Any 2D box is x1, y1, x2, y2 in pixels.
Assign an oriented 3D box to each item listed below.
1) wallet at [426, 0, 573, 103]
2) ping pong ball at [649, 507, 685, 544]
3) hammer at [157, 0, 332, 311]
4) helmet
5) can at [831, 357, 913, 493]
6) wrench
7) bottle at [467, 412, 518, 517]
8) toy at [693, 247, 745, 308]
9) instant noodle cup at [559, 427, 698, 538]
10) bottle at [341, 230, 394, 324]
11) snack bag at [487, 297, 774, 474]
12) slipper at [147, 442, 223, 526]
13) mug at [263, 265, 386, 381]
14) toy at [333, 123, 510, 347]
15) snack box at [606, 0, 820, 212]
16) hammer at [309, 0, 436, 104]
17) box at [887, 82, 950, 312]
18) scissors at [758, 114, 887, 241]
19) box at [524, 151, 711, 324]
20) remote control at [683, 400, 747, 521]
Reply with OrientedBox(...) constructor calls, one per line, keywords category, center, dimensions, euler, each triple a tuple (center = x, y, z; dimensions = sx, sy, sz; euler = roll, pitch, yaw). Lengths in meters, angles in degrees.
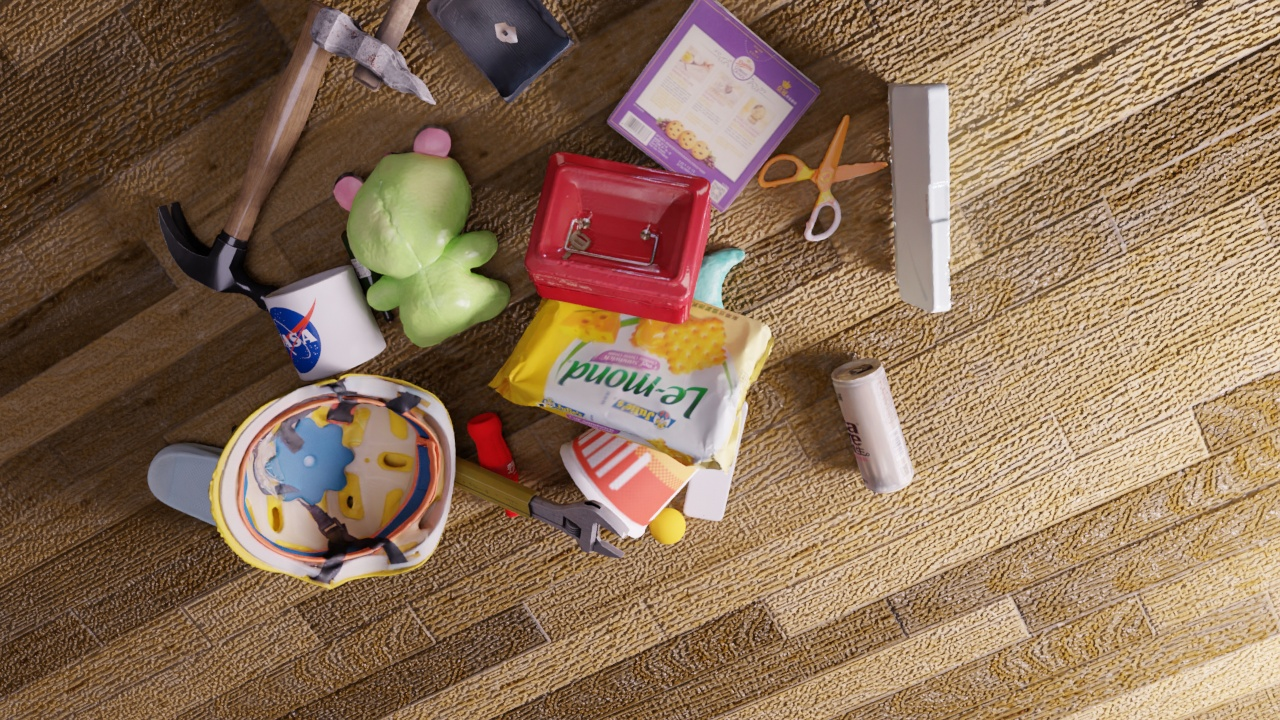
OrientedBox(category="wallet", center=(-0.131, -0.314, 0.863), dimensions=(0.089, 0.026, 0.115), euler=(-38, 101, 14))
OrientedBox(category="ping pong ball", center=(0.030, 0.183, 1.015), dimensions=(0.040, 0.040, 0.040), euler=(1, 109, 3))
OrientedBox(category="hammer", center=(-0.371, -0.208, 0.908), dimensions=(0.132, 0.040, 0.306), euler=(29, 106, -7))
OrientedBox(category="helmet", center=(-0.317, 0.112, 0.932), dimensions=(0.239, 0.140, 0.209), euler=(2, 95, -32))
OrientedBox(category="can", center=(0.243, 0.069, 0.957), dimensions=(0.054, 0.054, 0.136), euler=(-18, 107, 9))
OrientedBox(category="wrench", center=(-0.126, 0.142, 0.952), dimensions=(0.274, 0.018, 0.084), euler=(18, 136, 28))
OrientedBox(category="bottle", center=(-0.156, 0.117, 1.006), dimensions=(0.036, 0.036, 0.119), euler=(-13, 108, 7))
OrientedBox(category="toy", center=(0.077, -0.057, 0.937), dimensions=(0.085, 0.033, 0.105), euler=(-18, 104, -1))
OrientedBox(category="instant noodle cup", center=(0.004, 0.096, 0.952), dimensions=(0.121, 0.123, 0.123), euler=(-42, 102, 7))
OrientedBox(category="bottle", center=(-0.278, -0.086, 0.950), dimensions=(0.025, 0.025, 0.106), euler=(-17, 107, 9))
OrientedBox(category="snack bag", center=(-0.005, 0.005, 0.886), dimensions=(0.247, 0.159, 0.068), euler=(20, 153, 13))
OrientedBox(category="slipper", center=(-0.431, 0.161, 1.018), dimensions=(0.245, 0.074, 0.104), euler=(16, 109, -1))
OrientedBox(category="mug", center=(-0.331, -0.038, 0.943), dimensions=(0.121, 0.090, 0.090), euler=(-4, 113, 41))
OrientedBox(category="toy", center=(-0.216, -0.110, 0.902), dimensions=(0.150, 0.107, 0.197), euler=(-23, 115, 10))
OrientedBox(category="snack box", center=(0.068, -0.242, 0.868), dimensions=(0.143, 0.040, 0.148), euler=(37, 107, -9))
OrientedBox(category="hammer", center=(-0.173, -0.387, 0.816), dimensions=(0.121, 0.049, 0.319), euler=(31, 100, 2))
OrientedBox(category="box", center=(0.247, -0.152, 0.839), dimensions=(0.041, 0.134, 0.197), euler=(-8, 108, -5))
OrientedBox(category="scissors", center=(0.180, -0.174, 0.901), dimensions=(0.125, 0.011, 0.128), euler=(-10, 109, 8))
OrientedBox(category="box", center=(-0.018, -0.112, 0.860), dimensions=(0.157, 0.093, 0.129), euler=(13, 72, 4))
OrientedBox(category="remote control", center=(0.081, 0.108, 1.004), dimensions=(0.045, 0.008, 0.147), euler=(10, 109, 0))
